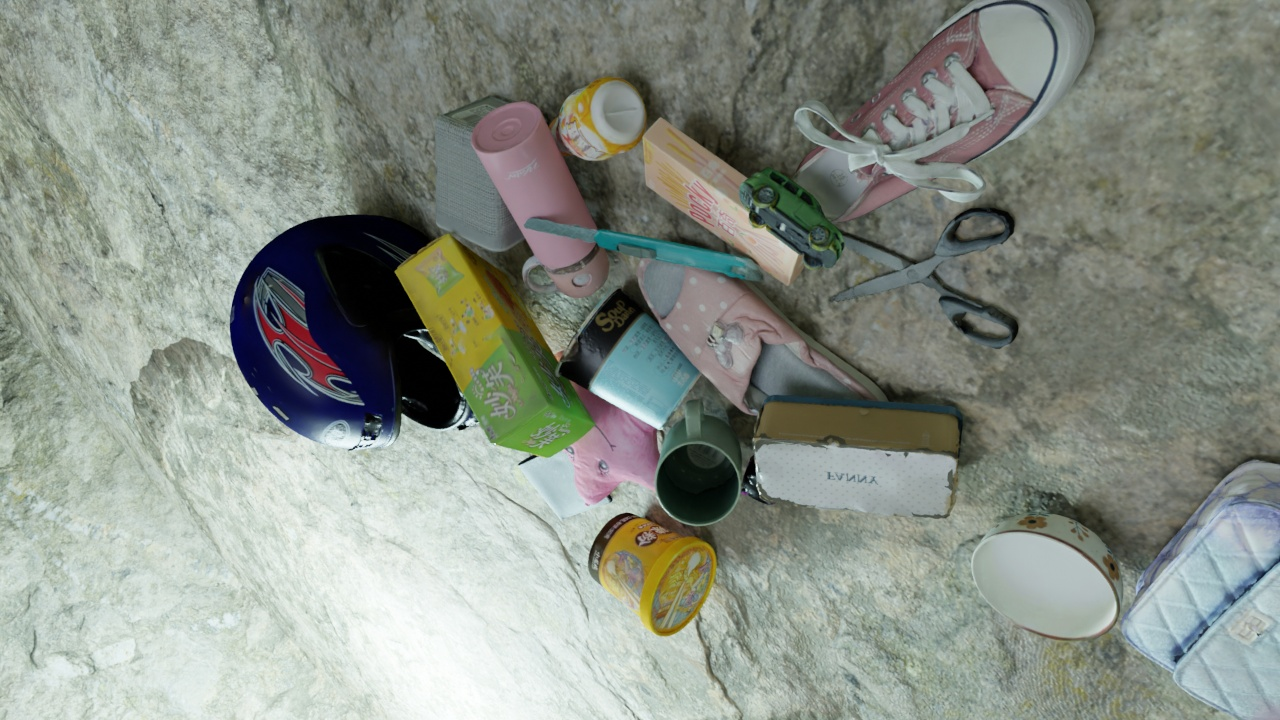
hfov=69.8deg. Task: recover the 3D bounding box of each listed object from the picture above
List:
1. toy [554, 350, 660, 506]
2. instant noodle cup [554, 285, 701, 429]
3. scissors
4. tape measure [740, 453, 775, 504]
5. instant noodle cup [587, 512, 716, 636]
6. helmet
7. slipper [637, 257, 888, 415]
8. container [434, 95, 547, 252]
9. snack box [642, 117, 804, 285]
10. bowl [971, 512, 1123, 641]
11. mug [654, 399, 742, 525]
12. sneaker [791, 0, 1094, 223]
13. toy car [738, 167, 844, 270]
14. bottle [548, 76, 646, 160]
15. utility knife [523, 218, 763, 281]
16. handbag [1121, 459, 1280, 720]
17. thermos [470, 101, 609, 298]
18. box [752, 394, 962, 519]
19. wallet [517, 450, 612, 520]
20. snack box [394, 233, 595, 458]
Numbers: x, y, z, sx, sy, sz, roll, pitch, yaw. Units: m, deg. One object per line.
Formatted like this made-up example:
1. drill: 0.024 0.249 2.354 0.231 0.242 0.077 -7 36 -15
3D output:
1. toy: -0.036 0.095 1.018 0.195 0.074 0.179 27 123 26
2. instant noodle cup: -0.005 0.005 0.905 0.120 0.111 0.111 36 140 4
3. scissors: 0.215 -0.070 0.707 0.181 0.014 0.160 38 140 13
4. tape measure: 0.124 0.111 0.903 0.039 0.056 0.058 24 146 22
5. instant noodle cup: 0.010 0.244 1.079 0.114 0.118 0.119 23 136 39
6. helmet: -0.328 -0.013 1.073 0.315 0.239 0.248 46 143 1
7. slipper: 0.102 -0.005 0.830 0.274 0.054 0.114 38 139 8
8. container: -0.141 -0.183 0.882 0.090 0.090 0.114 26 133 24
9. snack box: 0.070 -0.128 0.752 0.157 0.026 0.084 37 169 12
10. bowl: 0.338 0.167 0.752 0.113 0.062 0.114 24 134 27
11. mug: 0.057 0.090 0.903 0.082 0.106 0.112 -5 103 8
12. sneaker: 0.181 -0.153 0.611 0.118 0.087 0.242 52 142 -5
13. toy car: 0.113 -0.104 0.675 0.091 0.036 0.043 44 168 13
14. bottle: -0.042 -0.204 0.793 0.109 0.063 0.063 1 124 59
15. utility knife: 0.000 -0.097 0.793 0.217 0.013 0.029 13 148 10
16. handbag: 0.443 0.172 0.650 0.134 0.075 0.194 29 138 22
17. thermos: -0.093 -0.135 0.842 0.199 0.087 0.067 65 -173 -51
18. box: 0.190 0.082 0.781 0.184 0.060 0.090 4 131 14
19. wallet: -0.097 0.155 1.174 0.097 0.019 0.121 53 139 -9
20. snack box: -0.143 -0.010 0.932 0.210 0.070 0.157 57 -174 17
